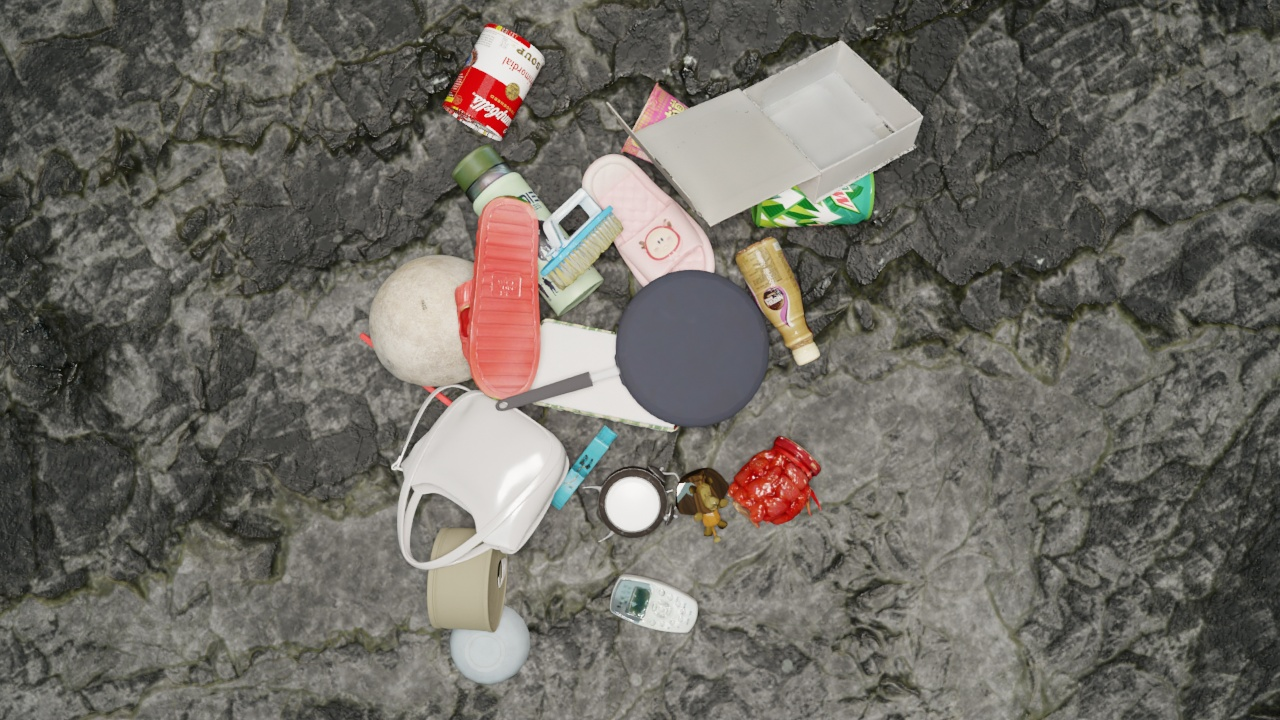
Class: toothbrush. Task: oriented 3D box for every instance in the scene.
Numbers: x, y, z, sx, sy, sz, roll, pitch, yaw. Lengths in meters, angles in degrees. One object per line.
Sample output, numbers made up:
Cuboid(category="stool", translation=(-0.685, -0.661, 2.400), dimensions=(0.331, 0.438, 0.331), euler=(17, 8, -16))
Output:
Cuboid(category="toothbrush", translation=(-0.287, 0.035, 1.205), dimensions=(0.212, 0.012, 0.018), euler=(38, 90, 1))

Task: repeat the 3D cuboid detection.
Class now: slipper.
Cuboid(category="slipper", translation=(0.012, -0.172, 1.181), dimensions=(0.107, 0.056, 0.221), euler=(-38, 89, -2))
Cuboid(category="slipper", translation=(-0.174, -0.075, 1.117), dimensions=(0.103, 0.059, 0.249), euler=(-3, 99, -36))

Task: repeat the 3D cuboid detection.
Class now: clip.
Cuboid(category="clip", translation=(-0.078, 0.141, 1.170), dimensions=(0.027, 0.102, 0.119), euler=(39, 103, 3))

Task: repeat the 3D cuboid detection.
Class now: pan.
Cuboid(category="pan", translation=(-0.007, 0.007, 1.139), dimensions=(0.356, 0.021, 0.198), euler=(-17, 92, -10))

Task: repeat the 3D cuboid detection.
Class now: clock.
Cuboid(category="clock", translation=(-0.005, 0.182, 1.185), dimensions=(0.123, 0.044, 0.091), euler=(-16, 90, 1))

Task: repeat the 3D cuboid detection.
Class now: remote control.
Cuboid(category="remote control", translation=(0.018, 0.317, 1.192), dimensions=(0.114, 0.028, 0.060), euler=(19, 90, 1))

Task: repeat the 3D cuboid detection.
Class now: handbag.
Cuboid(category="handbag", translation=(-0.216, 0.153, 1.126), dimensions=(0.216, 0.096, 0.222), euler=(32, 72, 21))

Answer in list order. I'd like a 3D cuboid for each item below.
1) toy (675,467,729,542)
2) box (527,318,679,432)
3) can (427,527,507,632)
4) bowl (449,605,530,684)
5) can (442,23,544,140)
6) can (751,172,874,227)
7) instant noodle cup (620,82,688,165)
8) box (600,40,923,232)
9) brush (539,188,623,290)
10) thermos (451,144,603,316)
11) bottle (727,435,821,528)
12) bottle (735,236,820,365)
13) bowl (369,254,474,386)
Cuboid(category="toy", translation=(0.085, 0.189, 1.179), dimensions=(0.076, 0.063, 0.100), euler=(-25, 101, -21))
Cuboid(category="box", translation=(-0.039, 0.019, 1.185), dimensions=(0.205, 0.051, 0.117), euler=(10, 86, -1))
Cuboid(category="can", translation=(-0.214, 0.272, 1.146), dimensions=(0.073, 0.128, 0.128), euler=(2, 90, 2))
Cuboid(category="bowl", translation=(-0.198, 0.371, 1.189), dimensions=(0.106, 0.039, 0.106), euler=(0, 90, 1))
Cuboid(category="can", translation=(-0.187, -0.353, 1.167), dimensions=(0.086, 0.086, 0.116), euler=(29, 90, 1))
Cuboid(category="can", translation=(0.216, -0.212, 1.164), dimensions=(0.144, 0.083, 0.083), euler=(-2, 90, 0))
Cuboid(category="instant noodle cup", translation=(0.045, -0.282, 1.167), dimensions=(0.108, 0.098, 0.097), euler=(28, 90, -8))
Cuboid(category="box", translation=(0.147, -0.261, 1.088), dimensions=(0.367, 0.099, 0.166), euler=(-27, 63, -20))
Cuboid(category="brush", translation=(-0.084, -0.146, 1.112), dimensions=(0.075, 0.056, 0.135), euler=(46, 48, -10))
Cuboid(category="thermos", translation=(-0.145, -0.171, 1.175), dimensions=(0.082, 0.082, 0.231), euler=(-39, 89, 0))
Cuboid(category="bottle", translation=(0.173, 0.163, 1.165), dimensions=(0.099, 0.099, 0.111), euler=(41, 80, 1))
Cuboid(category="bottle", translation=(0.181, -0.074, 1.176), dimensions=(0.059, 0.059, 0.166), euler=(-26, 90, 0))
Cuboid(category="bowl", translation=(-0.262, -0.060, 1.153), dimensions=(0.178, 0.081, 0.178), euler=(0, 73, 1))
